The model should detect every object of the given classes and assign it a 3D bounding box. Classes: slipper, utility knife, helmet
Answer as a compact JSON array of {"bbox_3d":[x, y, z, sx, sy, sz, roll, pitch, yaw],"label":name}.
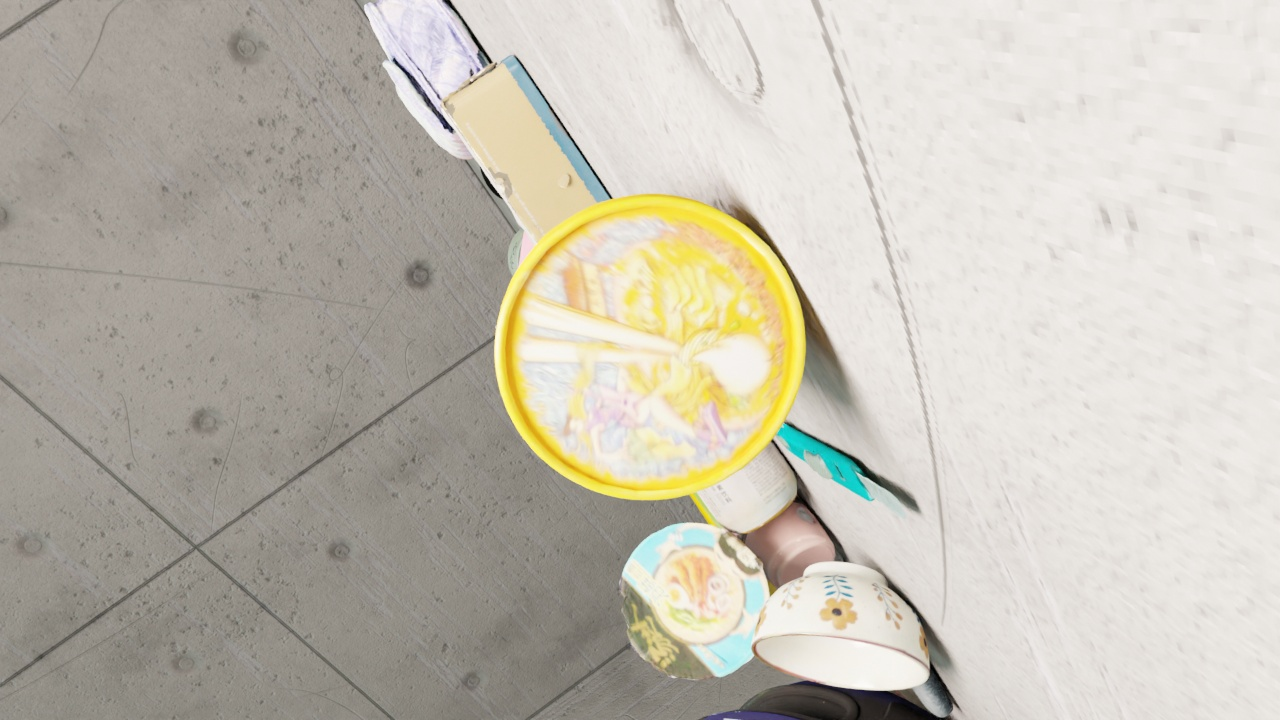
[{"bbox_3d":[0.300,0.414,0.912,0.274,0.054,0.114,57,176,-21],"label":"slipper"},{"bbox_3d":[0.100,0.055,0.492,0.029,0.013,0.196,55,176,-8],"label":"utility knife"},{"bbox_3d":[0.163,0.387,0.768,0.315,0.248,0.239,29,-158,12],"label":"helmet"}]

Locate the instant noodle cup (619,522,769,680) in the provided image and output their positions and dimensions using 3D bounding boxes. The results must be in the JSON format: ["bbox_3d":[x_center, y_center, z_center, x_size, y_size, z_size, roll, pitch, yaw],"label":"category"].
[{"bbox_3d":[0.050,0.185,0.709,0.111,0.111,0.120,53,-179,19],"label":"instant noodle cup"}]

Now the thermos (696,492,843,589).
[{"bbox_3d":[0.095,0.113,0.781,0.087,0.067,0.198,17,-160,-36],"label":"thermos"}]

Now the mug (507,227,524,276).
[{"bbox_3d":[-0.099,-0.093,0.995,0.106,0.082,0.112,-143,61,-70],"label":"mug"}]

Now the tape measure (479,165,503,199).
[{"bbox_3d":[-0.115,-0.175,0.822,0.058,0.057,0.039,62,180,29],"label":"tape measure"}]

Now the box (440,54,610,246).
[{"bbox_3d":[-0.065,-0.120,0.654,0.184,0.064,0.090,53,178,-14],"label":"box"}]

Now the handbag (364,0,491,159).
[{"bbox_3d":[-0.177,-0.247,0.806,0.134,0.075,0.194,55,177,-9],"label":"handbag"}]

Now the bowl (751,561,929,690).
[{"bbox_3d":[0.134,0.172,0.610,0.113,0.114,0.062,59,-143,-51],"label":"bowl"}]

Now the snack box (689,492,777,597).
[{"bbox_3d":[0.129,0.194,0.974,0.157,0.070,0.210,52,176,39],"label":"snack box"}]

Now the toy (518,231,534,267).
[{"bbox_3d":[-0.063,-0.061,0.791,0.178,0.074,0.195,53,145,38],"label":"toy"}]

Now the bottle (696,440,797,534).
[{"bbox_3d":[0.040,0.038,0.683,0.189,0.068,0.068,55,177,1],"label":"bottle"}]

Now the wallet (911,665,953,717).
[{"bbox_3d":[0.195,0.214,0.729,0.097,0.019,0.121,58,177,-20],"label":"wallet"}]

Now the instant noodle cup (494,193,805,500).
[{"bbox_3d":[0.000,-0.015,0.399,0.118,0.118,0.114,55,-176,-14],"label":"instant noodle cup"}]

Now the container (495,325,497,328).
[{"bbox_3d":[-0.015,-0.008,0.602,0.090,0.114,0.090,52,176,36],"label":"container"}]
